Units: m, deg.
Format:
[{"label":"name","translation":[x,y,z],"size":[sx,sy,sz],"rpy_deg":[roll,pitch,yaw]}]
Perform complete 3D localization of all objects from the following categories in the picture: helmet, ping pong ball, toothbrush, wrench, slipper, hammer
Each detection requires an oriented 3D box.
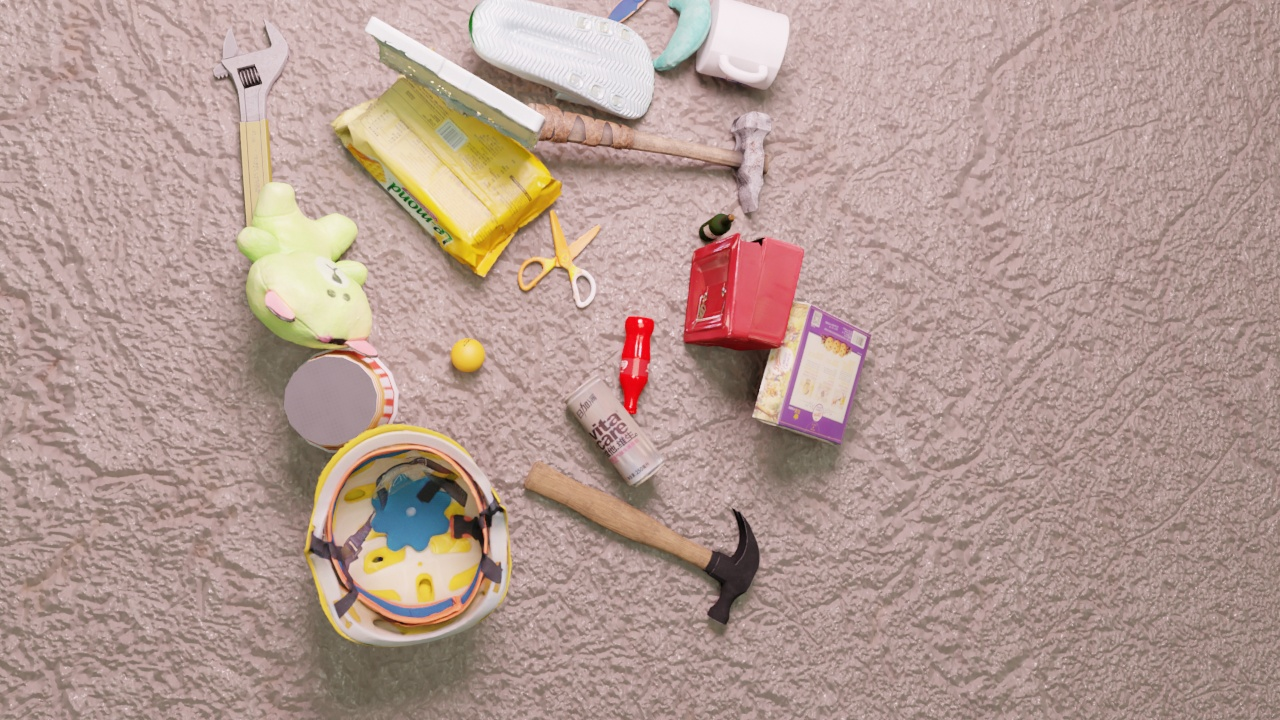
[{"label":"helmet","translation":[-0.255,0.184,1.016],"size":[0.209,0.140,0.240],"rpy_deg":[-11,92,-12]},{"label":"ping pong ball","translation":[-0.204,-0.006,1.085],"size":[0.040,0.040,0.040],"rpy_deg":[0,88,-12]},{"label":"toothbrush","translation":[0.006,-0.465,1.156],"size":[0.135,0.017,0.021],"rpy_deg":[-43,94,-10]},{"label":"wrench","translation":[-0.439,-0.255,1.056],"size":[0.083,0.018,0.273],"rpy_deg":[-5,89,-12]},{"label":"slipper","translation":[-0.091,-0.365,1.099],"size":[0.245,0.074,0.104],"rpy_deg":[11,94,-28]},{"label":"hammer","translation":[0.003,0.200,1.125],"size":[0.305,0.040,0.132],"rpy_deg":[28,86,-9]},{"label":"hammer","translation":[0.015,-0.261,1.110],"size":[0.318,0.049,0.121],"rpy_deg":[5,92,-22]}]

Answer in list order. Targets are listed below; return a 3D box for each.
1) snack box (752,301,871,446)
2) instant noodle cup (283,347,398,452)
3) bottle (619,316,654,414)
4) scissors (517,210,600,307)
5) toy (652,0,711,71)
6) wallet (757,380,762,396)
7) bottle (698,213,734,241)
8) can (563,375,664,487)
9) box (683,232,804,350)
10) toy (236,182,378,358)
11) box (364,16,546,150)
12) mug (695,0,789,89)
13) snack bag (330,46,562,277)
[{"label":"snack box","translation":[0.209,0.017,1.105],"size":[0.143,0.041,0.148],"rpy_deg":[19,86,-45]},{"label":"instant noodle cup","translation":[-0.335,0.044,1.015],"size":[0.123,0.121,0.123],"rpy_deg":[0,88,-12]},{"label":"bottle","translation":[-0.007,0.007,1.127],"size":[0.036,0.036,0.119],"rpy_deg":[7,87,-11]},{"label":"scissors","translation":[-0.090,-0.119,1.127],"size":[0.125,0.011,0.128],"rpy_deg":[-43,98,-8]},{"label":"toy","translation":[0.055,-0.411,1.135],"size":[0.033,0.085,0.105],"rpy_deg":[21,80,-39]},{"label":"wallet","translation":[0.210,0.026,1.176],"size":[0.115,0.026,0.089],"rpy_deg":[23,84,-11]},{"label":"bottle","translation":[0.096,-0.165,1.118],"size":[0.025,0.106,0.025],"rpy_deg":[0,88,-12]},{"label":"can","translation":[-0.030,0.086,1.101],"size":[0.054,0.054,0.135],"rpy_deg":[-38,88,-11]},{"label":"box","translation":[0.120,-0.077,1.096],"size":[0.092,0.158,0.129],"rpy_deg":[12,87,-16]},{"label":"toy","translation":[-0.367,-0.088,1.000],"size":[0.150,0.107,0.196],"rpy_deg":[27,42,-44]},{"label":"box","translation":[-0.193,-0.293,0.979],"size":[0.197,0.134,0.041],"rpy_deg":[30,92,-9]},{"label":"mug","translation":[0.125,-0.382,1.130],"size":[0.090,0.091,0.121],"rpy_deg":[11,49,-11]},{"label":"snack bag","translation":[-0.219,-0.236,1.075],"size":[0.247,0.068,0.159],"rpy_deg":[46,78,-7]}]
